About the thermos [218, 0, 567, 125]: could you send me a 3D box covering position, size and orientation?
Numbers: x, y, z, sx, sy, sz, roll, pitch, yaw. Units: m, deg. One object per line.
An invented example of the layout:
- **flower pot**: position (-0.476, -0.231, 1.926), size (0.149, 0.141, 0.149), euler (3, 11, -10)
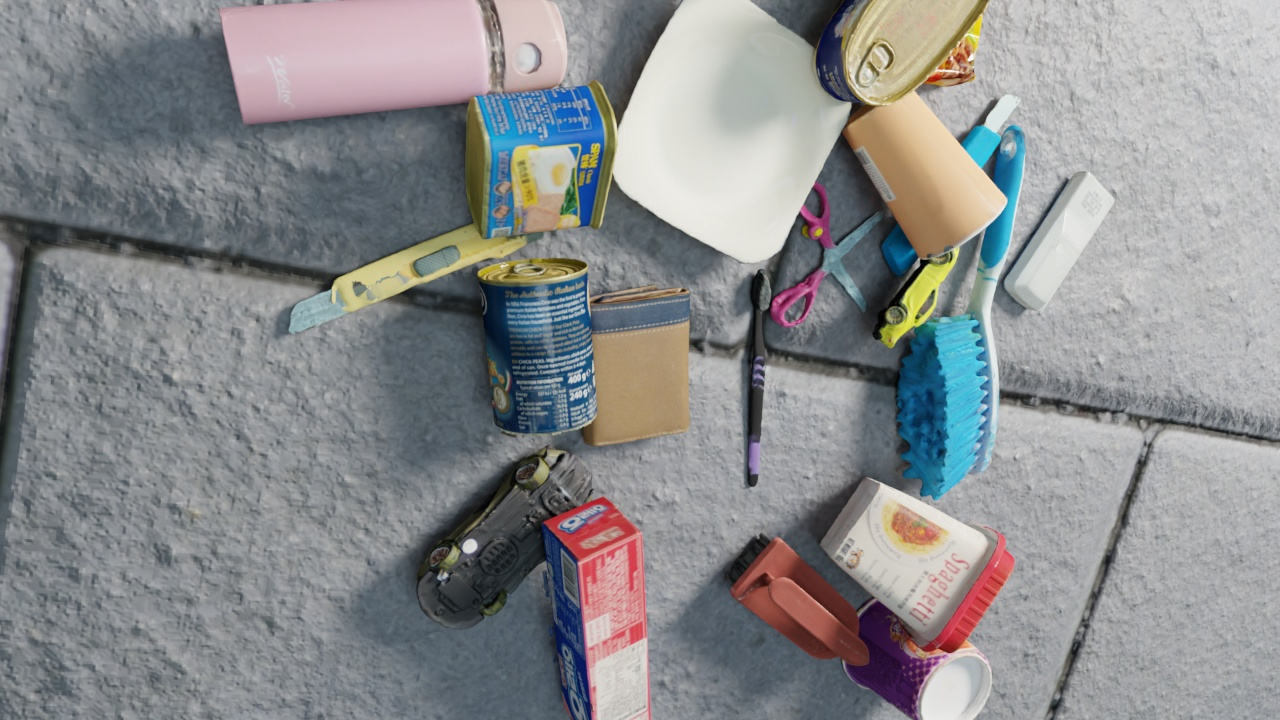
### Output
- **thermos**: position (-0.146, -0.179, 0.567), size (0.198, 0.067, 0.087), euler (-11, 130, -21)

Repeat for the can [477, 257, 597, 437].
- **can**: position (-0.070, -0.010, 0.638), size (0.075, 0.075, 0.111), euler (-10, 109, -20)

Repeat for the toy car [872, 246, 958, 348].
- **toy car**: position (0.231, -0.056, 0.759), size (0.032, 0.048, 0.105), euler (35, 95, 6)

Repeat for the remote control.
- **remote control**: position (0.378, -0.105, 0.828), size (0.049, 0.024, 0.125), euler (32, 91, -28)

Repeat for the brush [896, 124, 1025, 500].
- **brush**: position (0.283, -0.039, 0.795), size (0.109, 0.060, 0.315), euler (-11, 107, -25)

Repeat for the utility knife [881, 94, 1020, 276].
- **utility knife**: position (0.263, -0.152, 0.769), size (0.034, 0.018, 0.182), euler (38, 88, -25)

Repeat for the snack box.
- **snack box**: position (-0.032, 0.206, 0.701), size (0.058, 0.057, 0.208), euler (-20, 124, -28)

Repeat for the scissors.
- **scissors**: position (0.150, -0.083, 0.745), size (0.134, 0.017, 0.133), euler (-46, 120, -9)

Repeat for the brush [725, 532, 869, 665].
- **brush**: position (0.144, 0.217, 0.797), size (0.063, 0.069, 0.146), euler (-49, 117, -3)

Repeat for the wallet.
- **wallet**: position (-0.004, 0.004, 0.695), size (0.090, 0.033, 0.115), euler (-9, 109, -18)

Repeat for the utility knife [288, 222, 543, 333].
- **utility knife**: position (-0.153, -0.062, 0.625), size (0.183, 0.019, 0.031), euler (-23, 107, -10)

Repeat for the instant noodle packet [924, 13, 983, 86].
- **instant noodle packet**: position (0.223, -0.279, 0.702), size (0.110, 0.044, 0.128), euler (-2, 105, -26)

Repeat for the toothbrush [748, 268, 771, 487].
- **toothbrush**: position (0.097, 0.019, 0.750), size (0.014, 0.017, 0.189), euler (-5, 108, -16)

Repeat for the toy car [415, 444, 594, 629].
- **toy car**: position (-0.100, 0.131, 0.683), size (0.158, 0.042, 0.070), euler (-43, 120, -11)

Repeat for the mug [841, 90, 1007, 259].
- **mug**: position (0.214, -0.149, 0.710), size (0.078, 0.078, 0.123), euler (-42, 100, -7)

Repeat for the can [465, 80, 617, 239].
- **can**: position (-0.067, -0.128, 0.595), size (0.083, 0.057, 0.102), euler (-10, 150, -18)

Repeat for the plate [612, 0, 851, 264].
- **plate**: position (0.063, -0.169, 0.670), size (0.163, 0.034, 0.164), euler (26, 94, -27)

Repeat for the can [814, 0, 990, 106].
- **can**: position (0.188, -0.246, 0.648), size (0.074, 0.049, 0.148), euler (38, 93, -26)

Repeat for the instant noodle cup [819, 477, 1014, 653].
- **instant noodle cup**: position (0.230, 0.167, 0.787), size (0.124, 0.116, 0.116), euler (35, 90, 4)

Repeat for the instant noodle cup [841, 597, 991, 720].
- **instant noodle cup**: position (0.260, 0.281, 0.849), size (0.111, 0.099, 0.112), euler (-6, 106, -22)
